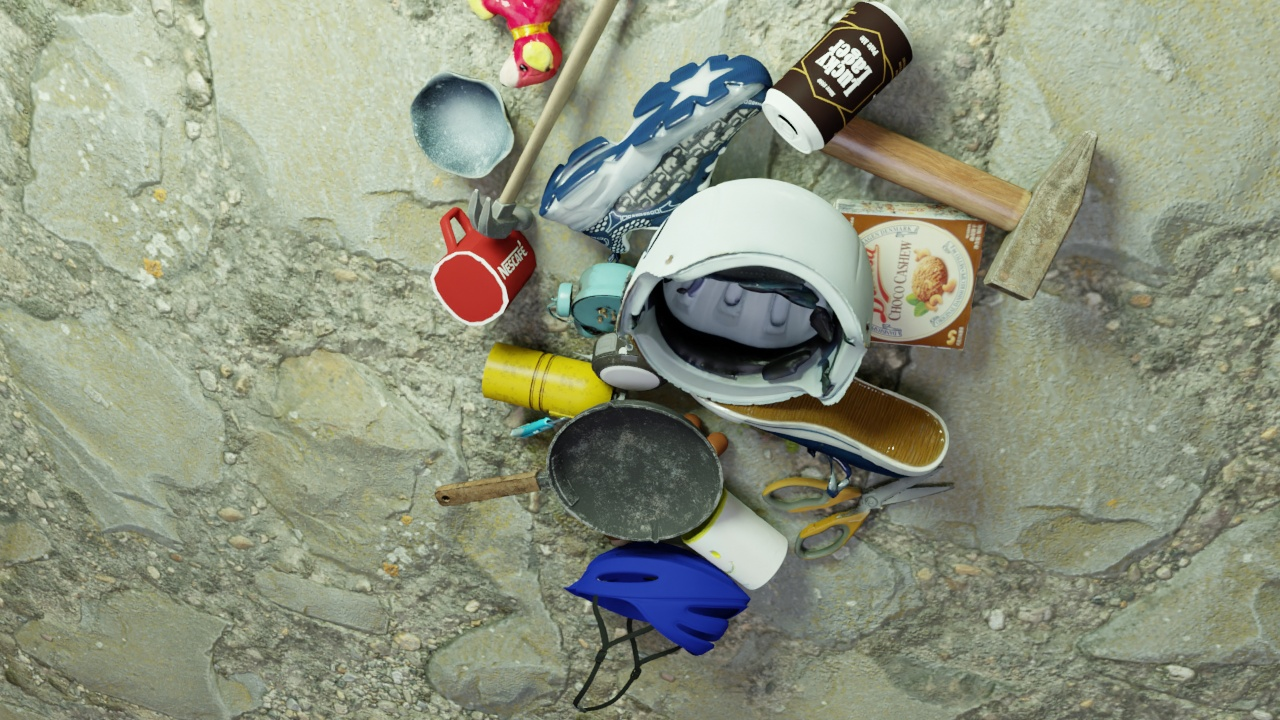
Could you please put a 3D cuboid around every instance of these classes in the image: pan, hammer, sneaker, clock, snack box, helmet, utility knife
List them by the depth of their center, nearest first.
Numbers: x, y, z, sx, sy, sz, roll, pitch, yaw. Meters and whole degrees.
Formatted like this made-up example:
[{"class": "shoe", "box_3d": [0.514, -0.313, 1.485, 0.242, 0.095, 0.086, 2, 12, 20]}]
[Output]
[{"class": "hammer", "box_3d": [0.260, -0.190, 0.861, 0.301, 0.037, 0.158, 26, 95, 7]}, {"class": "helmet", "box_3d": [0.107, -0.071, 0.895, 0.236, 0.163, 0.265, 17, 151, -1]}, {"class": "hammer", "box_3d": [-0.077, -0.258, 0.903, 0.031, 0.119, 0.332, 38, 114, 9]}, {"class": "sneaker", "box_3d": [0.032, -0.189, 0.919, 0.270, 0.103, 0.132, -30, 123, 28]}, {"class": "snack box", "box_3d": [0.265, -0.088, 0.936, 0.147, 0.041, 0.143, 6, 121, 11]}, {"class": "clock", "box_3d": [-0.044, -0.063, 1.008, 0.124, 0.053, 0.090, -7, 151, 25]}, {"class": "clock", "box_3d": [-0.006, 0.006, 1.028, 0.091, 0.043, 0.122, -15, 147, 41]}, {"class": "sneaker", "box_3d": [0.185, 0.066, 1.032, 0.294, 0.120, 0.127, 21, 163, 7]}, {"class": "pan", "box_3d": [-0.080, 0.134, 1.074, 0.357, 0.040, 0.208, -7, 122, 15]}, {"class": "utility knife", "box_3d": [-0.120, 0.077, 1.102, 0.022, 0.015, 0.159, 10, 164, -25]}, {"class": "helmet", "box_3d": [0.006, 0.341, 1.155, 0.242, 0.227, 0.148, 8, 156, 25]}]

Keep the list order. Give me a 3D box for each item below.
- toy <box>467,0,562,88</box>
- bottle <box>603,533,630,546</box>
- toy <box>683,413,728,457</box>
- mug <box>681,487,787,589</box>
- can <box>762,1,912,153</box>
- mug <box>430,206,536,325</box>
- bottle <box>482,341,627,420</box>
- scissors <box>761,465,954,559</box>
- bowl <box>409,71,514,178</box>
[{"class": "toy", "box_3d": [-0.110, -0.338, 0.882, 0.106, 0.067, 0.137, -13, 103, 18]}, {"class": "bottle", "box_3d": [-0.044, 0.164, 1.149, 0.068, 0.067, 0.157, -8, 117, 18]}, {"class": "toy", "box_3d": [0.044, 0.126, 1.117, 0.095, 0.065, 0.128, 40, 130, -1]}, {"class": "mug", "box_3d": [0.116, 0.220, 1.132, 0.106, 0.082, 0.083, 39, 121, -11]}, {"class": "can", "box_3d": [0.176, -0.253, 0.819, 0.128, 0.072, 0.072, -44, 103, 2]}, {"class": "mug", "box_3d": [-0.180, -0.111, 1.006, 0.081, 0.096, 0.116, -28, 110, 27]}, {"class": "bottle", "box_3d": [-0.097, 0.031, 1.084, 0.164, 0.070, 0.071, 13, 122, 7]}, {"class": "scissors", "box_3d": [0.265, 0.182, 1.111, 0.226, 0.016, 0.166, -8, 118, 18]}, {"class": "bowl", "box_3d": [-0.177, -0.248, 0.949, 0.110, 0.055, 0.110, 6, 121, 10]}]
